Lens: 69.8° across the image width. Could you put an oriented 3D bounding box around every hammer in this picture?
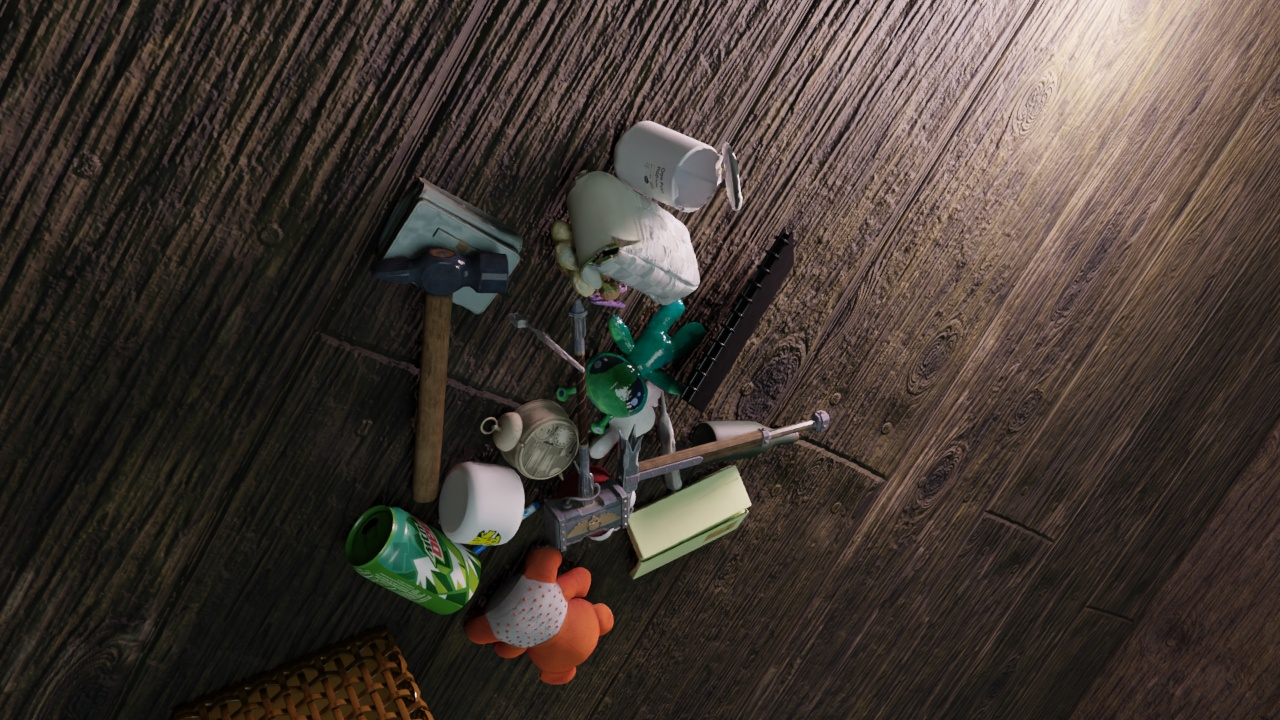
[{"bbox_3d":[-0.221,0.028,0.969,0.129,0.040,0.323,0,125,-18],"label":"hammer"},{"bbox_3d":[0.114,0.116,1.203,0.316,0.028,0.147,-12,129,-22],"label":"hammer"},{"bbox_3d":[-0.066,0.074,1.055,0.098,0.044,0.323,-17,125,-25],"label":"hammer"}]

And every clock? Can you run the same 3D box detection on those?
[{"bbox_3d":[-0.058,0.185,1.189,0.124,0.044,0.087,36,92,-41],"label":"clock"},{"bbox_3d":[-0.129,0.093,1.084,0.140,0.054,0.093,23,101,-42],"label":"clock"}]

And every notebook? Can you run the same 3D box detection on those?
[{"bbox_3d":[0.123,-0.043,1.126,0.231,0.019,0.169,-58,168,-1],"label":"notebook"}]

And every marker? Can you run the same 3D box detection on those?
[{"bbox_3d":[-0.185,0.222,1.145,0.141,0.013,0.013,-36,130,-12],"label":"marker"}]

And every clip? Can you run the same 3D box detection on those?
[{"bbox_3d":[-0.035,-0.071,1.085,0.050,0.014,0.045,-35,132,-18],"label":"clip"}]

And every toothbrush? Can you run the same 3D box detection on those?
[{"bbox_3d":[-0.101,-0.020,0.956,0.010,0.181,0.010,-10,114,-26],"label":"toothbrush"},{"bbox_3d":[0.035,0.097,1.219,0.024,0.022,0.186,-3,123,8],"label":"toothbrush"}]

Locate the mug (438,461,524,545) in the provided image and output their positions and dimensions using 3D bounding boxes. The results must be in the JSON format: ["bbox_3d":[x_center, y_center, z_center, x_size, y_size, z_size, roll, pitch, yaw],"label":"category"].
[{"bbox_3d":[-0.192,0.170,1.066,0.068,0.094,0.116,12,145,-37],"label":"mug"}]

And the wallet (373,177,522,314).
[{"bbox_3d":[-0.194,-0.114,0.932,0.131,0.054,0.100,25,98,-35],"label":"wallet"}]

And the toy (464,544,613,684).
[{"bbox_3d":[-0.125,0.340,1.208,0.163,0.093,0.172,-48,119,-6],"label":"toy"}]

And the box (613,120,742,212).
[{"bbox_3d":[0.051,-0.202,0.976,0.091,0.160,0.081,-25,132,-34],"label":"box"}]

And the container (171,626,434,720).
[{"bbox_3d":[-0.360,0.490,1.041,0.251,0.214,0.220,-17,123,-26],"label":"container"}]

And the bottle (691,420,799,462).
[{"bbox_3d":[0.155,0.110,1.286,0.173,0.055,0.055,0,114,-35],"label":"bottle"}]

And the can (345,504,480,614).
[{"bbox_3d":[-0.259,0.229,1.052,0.083,0.083,0.144,-48,131,-2],"label":"can"}]

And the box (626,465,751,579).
[{"bbox_3d":[0.069,0.235,1.298,0.187,0.061,0.134,-20,126,-25],"label":"box"}]

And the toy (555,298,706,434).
[{"bbox_3d":[-0.007,0.006,1.114,0.193,0.072,0.130,-42,92,-12],"label":"toy"}]

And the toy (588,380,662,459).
[{"bbox_3d":[-0.013,0.075,1.164,0.076,0.037,0.125,22,99,-36],"label":"toy"}]

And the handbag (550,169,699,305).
[{"bbox_3d":[-0.018,-0.118,1.008,0.124,0.112,0.171,-32,149,28],"label":"handbag"}]
